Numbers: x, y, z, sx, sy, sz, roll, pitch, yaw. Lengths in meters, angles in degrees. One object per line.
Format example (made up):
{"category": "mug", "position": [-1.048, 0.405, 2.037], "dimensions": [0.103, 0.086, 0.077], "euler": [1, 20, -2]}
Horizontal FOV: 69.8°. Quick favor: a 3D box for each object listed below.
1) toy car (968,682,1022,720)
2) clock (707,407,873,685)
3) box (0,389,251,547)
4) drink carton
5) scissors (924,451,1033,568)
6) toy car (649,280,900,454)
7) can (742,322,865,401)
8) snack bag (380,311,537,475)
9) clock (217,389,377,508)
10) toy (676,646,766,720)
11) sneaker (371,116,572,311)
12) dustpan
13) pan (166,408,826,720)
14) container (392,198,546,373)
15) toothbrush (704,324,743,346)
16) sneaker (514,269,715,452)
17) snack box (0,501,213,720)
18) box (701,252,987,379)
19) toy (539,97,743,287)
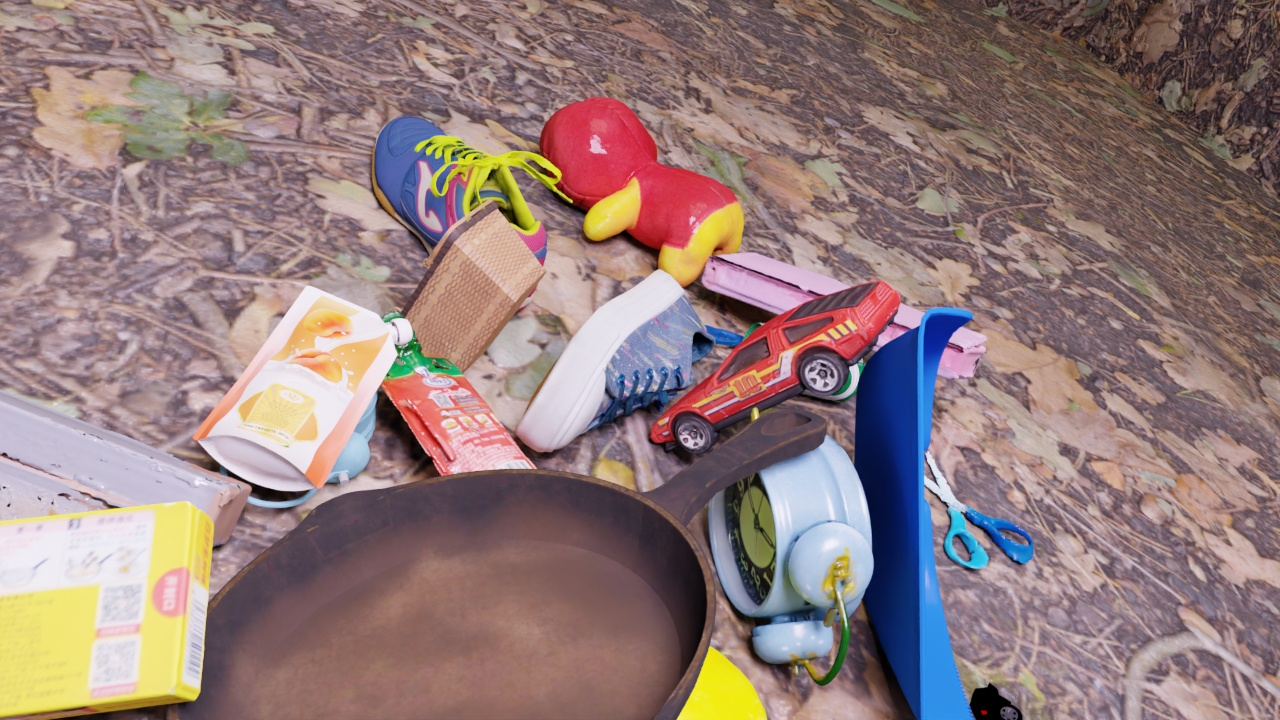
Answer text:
{"category": "toy car", "position": [0.203, 0.235, 0.529], "dimensions": [0.036, 0.042, 0.091], "euler": [1, 36, 8]}
{"category": "clock", "position": [0.092, 0.113, 0.547], "dimensions": [0.060, 0.118, 0.162], "euler": [-1, 37, -18]}
{"category": "box", "position": [-0.300, 0.051, 0.421], "dimensions": [0.216, 0.095, 0.107], "euler": [23, 13, -7]}
{"category": "drink carton", "position": [-0.178, 0.010, 0.502], "dimensions": [0.069, 0.039, 0.122], "euler": [23, 47, -6]}
{"category": "scissors", "position": [0.262, 0.119, 0.739], "dimensions": [0.103, 0.015, 0.133], "euler": [9, 35, -18]}
{"category": "toy car", "position": [0.087, 0.007, 0.625], "dimensions": [0.056, 0.190, 0.081], "euler": [57, 37, -1]}
{"category": "can", "position": [0.137, 0.001, 0.768], "dimensions": [0.101, 0.053, 0.053], "euler": [14, 37, -19]}
{"category": "snack bag", "position": [-0.117, 0.028, 0.562], "dimensions": [0.155, 0.044, 0.087], "euler": [52, 19, 20]}
{"category": "clock", "position": [-0.195, 0.037, 0.528], "dimensions": [0.087, 0.042, 0.122], "euler": [21, 41, -8]}
{"category": "toy", "position": [0.023, 0.183, 0.477], "dimensions": [0.095, 0.041, 0.094], "euler": [19, 31, -10]}
{"category": "sneaker", "position": [-0.140, -0.144, 0.740], "dimensions": [0.116, 0.091, 0.241], "euler": [-10, 48, -37]}
{"category": "dustpan", "position": [0.173, 0.084, 0.612], "dimensions": [0.059, 0.245, 0.257], "euler": [-2, 5, -1]}
{"category": "pan", "position": [-0.031, 0.104, 0.442], "dimensions": [0.355, 0.043, 0.249], "euler": [-23, 30, -35]}
{"category": "container", "position": [-0.117, -0.043, 0.620], "dimensions": [0.061, 0.114, 0.063], "euler": [40, 36, -4]}
{"category": "toothbrush", "position": [0.080, -0.016, 0.785], "dimensions": [0.132, 0.016, 0.021], "euler": [12, 34, -21]}
{"category": "sneaker", "position": [-0.004, 0.004, 0.651], "dimensions": [0.079, 0.088, 0.234], "euler": [38, 32, 4]}
{"category": "snack box", "position": [-0.249, 0.101, 0.354], "dimensions": [0.152, 0.025, 0.075], "euler": [-6, 63, -6]}
{"category": "box", "position": [0.171, -0.044, 0.777], "dimensions": [0.233, 0.046, 0.097], "euler": [24, 10, 29]}
{"category": "toy", "position": [-0.003, -0.165, 0.856], "dimensions": [0.216, 0.099, 0.147], "euler": [41, 30, 11]}
